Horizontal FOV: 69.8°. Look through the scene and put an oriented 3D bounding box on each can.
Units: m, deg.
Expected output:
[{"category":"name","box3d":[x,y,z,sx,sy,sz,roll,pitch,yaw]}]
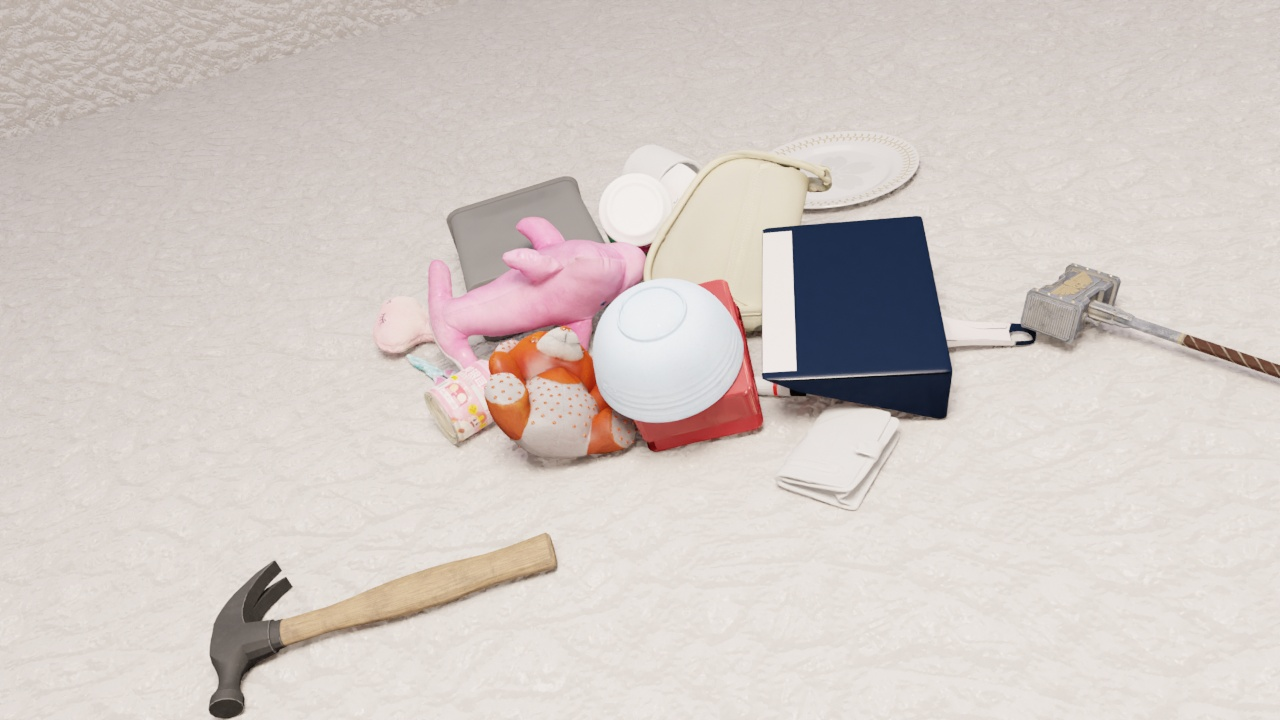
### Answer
[{"category":"can","box3d":[-0.002,-0.175,1.162,0.088,0.088,0.166,-13,-4,2]},{"category":"can","box3d":[-0.187,0.044,1.005,0.076,0.067,0.067,-32,39,-23]}]

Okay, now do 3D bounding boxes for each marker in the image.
[{"category":"marker","box3d":[0.102,0.026,0.969,0.146,0.019,0.019,2,38,22]}]

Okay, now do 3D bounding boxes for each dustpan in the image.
[{"category":"dustpan","box3d":[0.265,-0.044,0.942,0.273,0.080,0.235,-3,45,11]}]

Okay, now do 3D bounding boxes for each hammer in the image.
[{"category":"hammer","box3d":[-0.225,0.210,0.819,0.305,0.040,0.132,-17,38,-4]},{"category":"hammer","box3d":[0.527,-0.010,0.845,0.098,0.044,0.322,-26,39,-36]}]

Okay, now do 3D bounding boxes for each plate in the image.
[{"category":"plate","box3d":[0.276,-0.273,1.325,0.243,0.016,0.242,-10,35,7]}]

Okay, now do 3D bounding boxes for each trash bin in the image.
[{"category":"trash bin","box3d":[-0.146,-0.141,1.224,0.191,0.098,0.219,-18,36,-6]}]

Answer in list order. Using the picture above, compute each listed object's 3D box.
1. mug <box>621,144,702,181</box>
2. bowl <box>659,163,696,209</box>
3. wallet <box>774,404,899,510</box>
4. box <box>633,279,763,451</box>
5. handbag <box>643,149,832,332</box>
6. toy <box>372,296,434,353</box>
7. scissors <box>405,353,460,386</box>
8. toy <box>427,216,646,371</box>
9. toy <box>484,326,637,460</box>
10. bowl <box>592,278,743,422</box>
[{"category":"mug","box3d":[0.021,-0.249,1.317,0.121,0.091,0.090,-28,37,-20]},{"category":"bowl","box3d":[0.062,-0.207,1.238,0.054,0.105,0.105,-39,39,-6]},{"category":"wallet","box3d":[0.184,0.082,0.851,0.086,0.032,0.115,9,41,32]},{"category":"box","box3d":[0.053,0.007,0.943,0.129,0.087,0.158,-13,50,7]},{"category":"handbag","box3d":[0.114,-0.129,1.086,0.184,0.132,0.228,13,76,10]},{"category":"toy","box3d":[-0.293,-0.048,1.191,0.105,0.053,0.108,-2,33,-8]},{"category":"scissors","box3d":[-0.240,0.018,1.112,0.076,0.017,0.174,-38,38,-25]},{"category":"toy","box3d":[-0.122,-0.086,1.047,0.265,0.128,0.186,-19,79,1]},{"category":"toy","box3d":[-0.088,0.026,0.963,0.163,0.093,0.172,13,31,-17]},{"category":"bowl","box3d":[0.018,-0.023,0.872,0.151,0.075,0.150,-9,52,12]}]
